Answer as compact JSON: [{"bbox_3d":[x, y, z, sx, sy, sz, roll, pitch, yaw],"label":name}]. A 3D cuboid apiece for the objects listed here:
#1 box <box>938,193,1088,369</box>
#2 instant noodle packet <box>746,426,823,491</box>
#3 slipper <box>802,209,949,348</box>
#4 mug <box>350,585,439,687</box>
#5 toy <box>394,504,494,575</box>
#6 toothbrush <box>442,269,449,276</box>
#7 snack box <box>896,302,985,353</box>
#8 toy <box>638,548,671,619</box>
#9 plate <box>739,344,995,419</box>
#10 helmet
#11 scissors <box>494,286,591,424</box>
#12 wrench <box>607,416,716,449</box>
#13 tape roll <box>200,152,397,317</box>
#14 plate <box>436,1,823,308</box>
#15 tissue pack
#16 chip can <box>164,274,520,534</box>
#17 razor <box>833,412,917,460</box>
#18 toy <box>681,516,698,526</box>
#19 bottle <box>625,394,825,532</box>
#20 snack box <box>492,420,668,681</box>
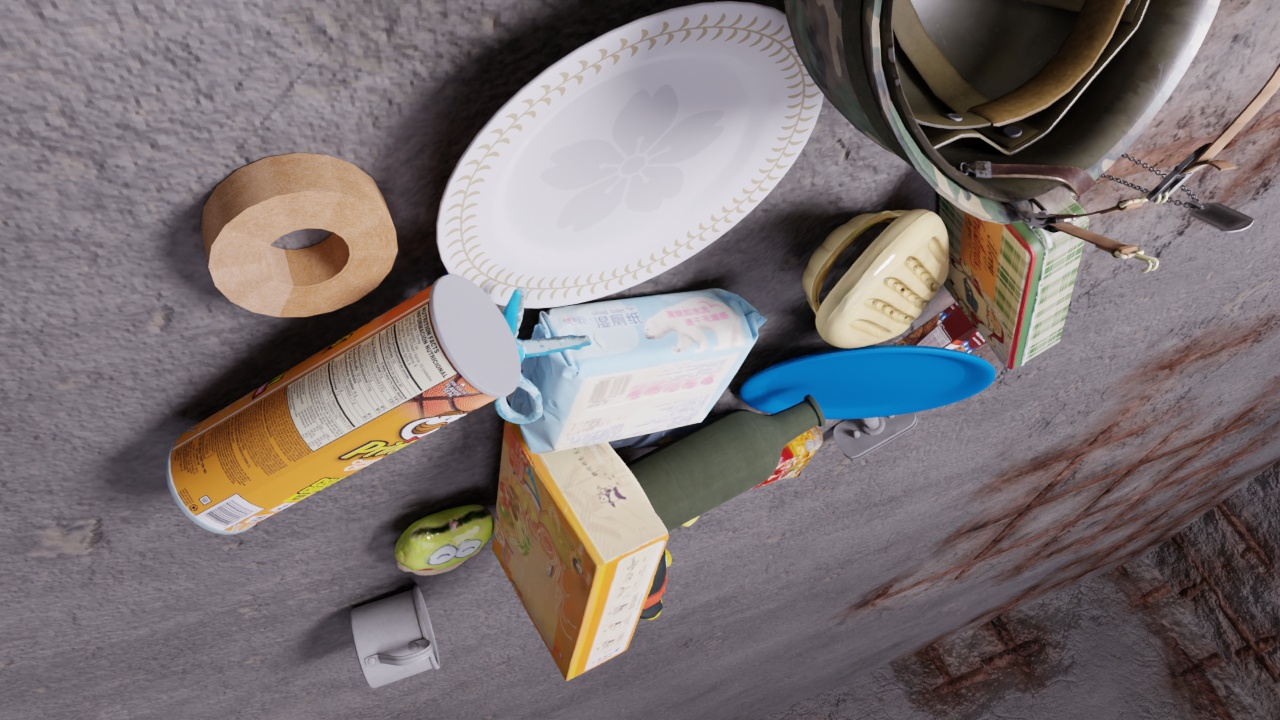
[{"bbox_3d":[0.280,-0.083,0.713,0.050,0.117,0.205,-32,152,1],"label":"box"},{"bbox_3d":[0.123,0.108,0.970,0.135,0.039,0.099,-11,154,-25],"label":"instant noodle packet"},{"bbox_3d":[0.176,-0.071,0.696,0.111,0.079,0.261,-51,161,15],"label":"slipper"},{"bbox_3d":[-0.238,0.275,0.895,0.070,0.084,0.113,-16,-173,-12],"label":"mug"},{"bbox_3d":[-0.178,0.166,0.827,0.092,0.046,0.115,-16,157,-28],"label":"toy"},{"bbox_3d":[-0.096,-0.078,0.536,0.016,0.018,0.183,-1,145,-33],"label":"toothbrush"},{"bbox_3d":[0.296,-0.015,0.911,0.141,0.031,0.051,-37,148,20],"label":"snack box"},{"bbox_3d":[-0.014,0.223,0.990,0.099,0.097,0.119,-2,140,-28],"label":"toy"},{"bbox_3d":[0.203,0.015,0.836,0.224,0.024,0.224,-1,162,0],"label":"plate"},{"bbox_3d":[0.185,-0.159,0.398,0.224,0.236,0.193,-2,120,-19],"label":"helmet"},{"bbox_3d":[-0.098,-0.007,0.586,0.134,0.012,0.134,19,142,-3],"label":"scissors"},{"bbox_3d":[0.030,0.068,0.851,0.272,0.022,0.074,0,140,-37],"label":"wrench"},{"bbox_3d":[-0.177,-0.063,0.481,0.094,0.027,0.094,-19,150,-12],"label":"tape roll"},{"bbox_3d":[-0.004,-0.110,0.529,0.242,0.016,0.243,-24,158,-11],"label":"plate"},{"bbox_3d":[-0.004,0.004,0.679,0.181,0.070,0.112,-9,146,-29],"label":"tissue pack"},{"bbox_3d":[-0.179,0.030,0.547,0.215,0.075,0.075,-27,152,20],"label":"chip can"},{"bbox_3d":[0.236,0.051,0.968,0.088,0.047,0.116,-31,142,10],"label":"razor"},{"bbox_3d":[-0.002,0.140,0.906,0.137,0.067,0.106,-2,146,-23],"label":"toy"},{"bbox_3d":[0.068,0.091,0.823,0.206,0.071,0.071,-27,150,-4],"label":"bottle"},{"bbox_3d":[-0.051,0.144,0.749,0.080,0.145,0.196,-20,145,-28],"label":"snack box"}]
